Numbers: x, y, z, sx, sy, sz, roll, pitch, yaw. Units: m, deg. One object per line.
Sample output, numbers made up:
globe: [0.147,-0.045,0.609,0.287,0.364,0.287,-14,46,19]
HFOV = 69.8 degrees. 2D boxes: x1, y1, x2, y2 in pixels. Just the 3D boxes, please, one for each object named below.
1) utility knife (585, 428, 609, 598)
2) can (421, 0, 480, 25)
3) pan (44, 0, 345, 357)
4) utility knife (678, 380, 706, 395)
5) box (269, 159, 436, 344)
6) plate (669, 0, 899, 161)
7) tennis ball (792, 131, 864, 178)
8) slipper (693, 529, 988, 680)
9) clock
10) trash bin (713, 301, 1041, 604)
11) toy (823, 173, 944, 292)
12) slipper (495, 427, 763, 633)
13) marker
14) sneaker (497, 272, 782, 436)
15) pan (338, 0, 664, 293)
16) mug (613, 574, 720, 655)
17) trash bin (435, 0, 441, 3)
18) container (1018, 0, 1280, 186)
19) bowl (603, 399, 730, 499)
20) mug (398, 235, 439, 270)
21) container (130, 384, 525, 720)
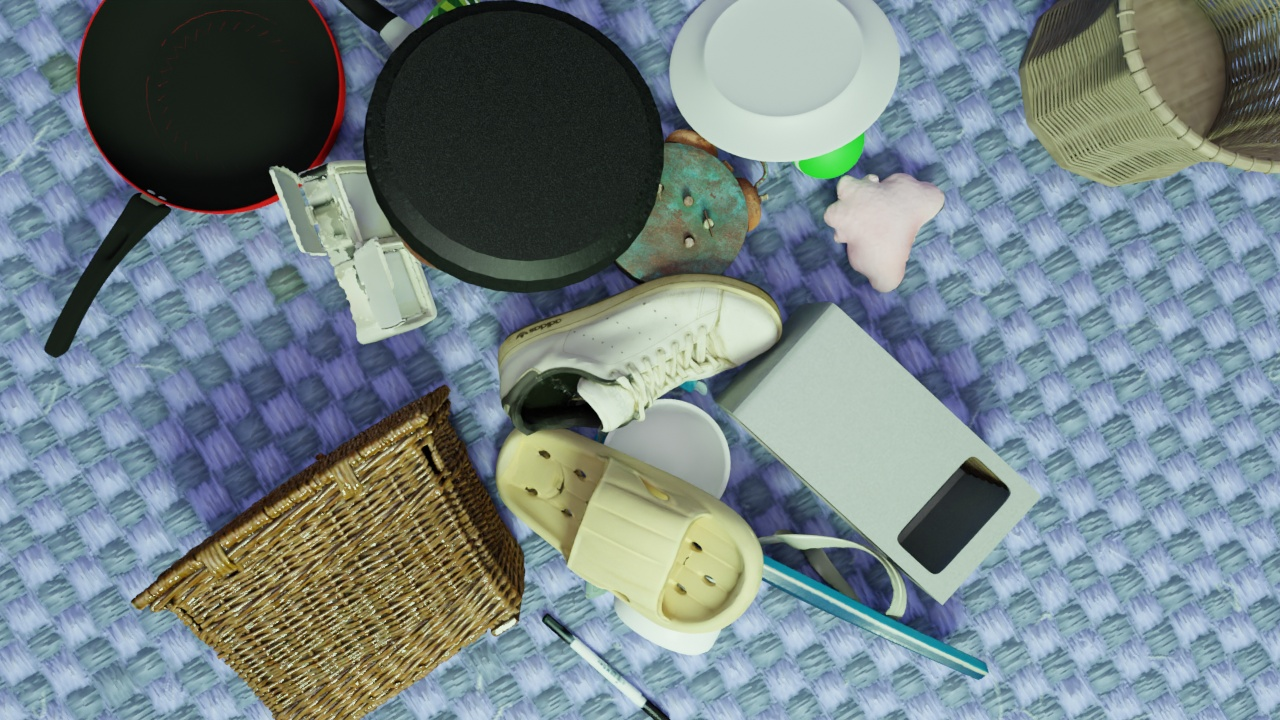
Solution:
utility knife: [-0.032,0.113,0.807,0.031,0.015,0.196,1,91,-8]
can: [-0.111,-0.226,0.754,0.144,0.083,0.083,37,90,-3]
pan: [-0.383,-0.161,0.754,0.209,0.067,0.356,29,91,-3]
utility knife: [0.009,-0.002,0.803,0.117,0.015,0.022,35,97,-6]
box: [-0.212,-0.085,0.706,0.066,0.186,0.145,-20,100,-5]
plate: [0.118,-0.251,0.757,0.189,0.016,0.188,-3,71,8]
tennis ball: [0.156,-0.187,0.775,0.065,0.065,0.065,0,92,-2]
slipper: [0.166,0.185,0.773,0.295,0.118,0.060,27,77,-8]
clock: [0.039,-0.130,0.769,0.157,0.073,0.121,-44,93,-1]
trash bin: [0.189,0.071,0.762,0.229,0.114,0.114,42,90,-3]
toy: [0.203,-0.118,0.787,0.093,0.050,0.102,24,95,-6]
slipper: [-0.032,0.128,0.716,0.262,0.079,0.111,26,104,33]
marker: [-0.029,0.277,0.815,0.152,0.011,0.011,42,90,-3]
sneaker: [-0.004,0.004,0.735,0.242,0.102,0.089,-14,128,11]
pan: [-0.139,-0.207,0.683,0.356,0.034,0.225,42,74,-3]
mug: [0.020,0.193,0.775,0.116,0.094,0.068,26,93,19]
trash bin: [-0.114,-0.433,0.715,0.247,0.142,0.142,-36,93,-1]
container: [0.434,-0.245,0.718,0.227,0.196,0.227,0,92,-2]
bowl: [0.020,0.087,0.793,0.110,0.040,0.110,0,92,-4]
mug: [-0.158,-0.123,0.746,0.123,0.110,0.096,37,85,-3]
container: [-0.220,0.167,0.733,0.250,0.162,0.183,-33,98,-1]
